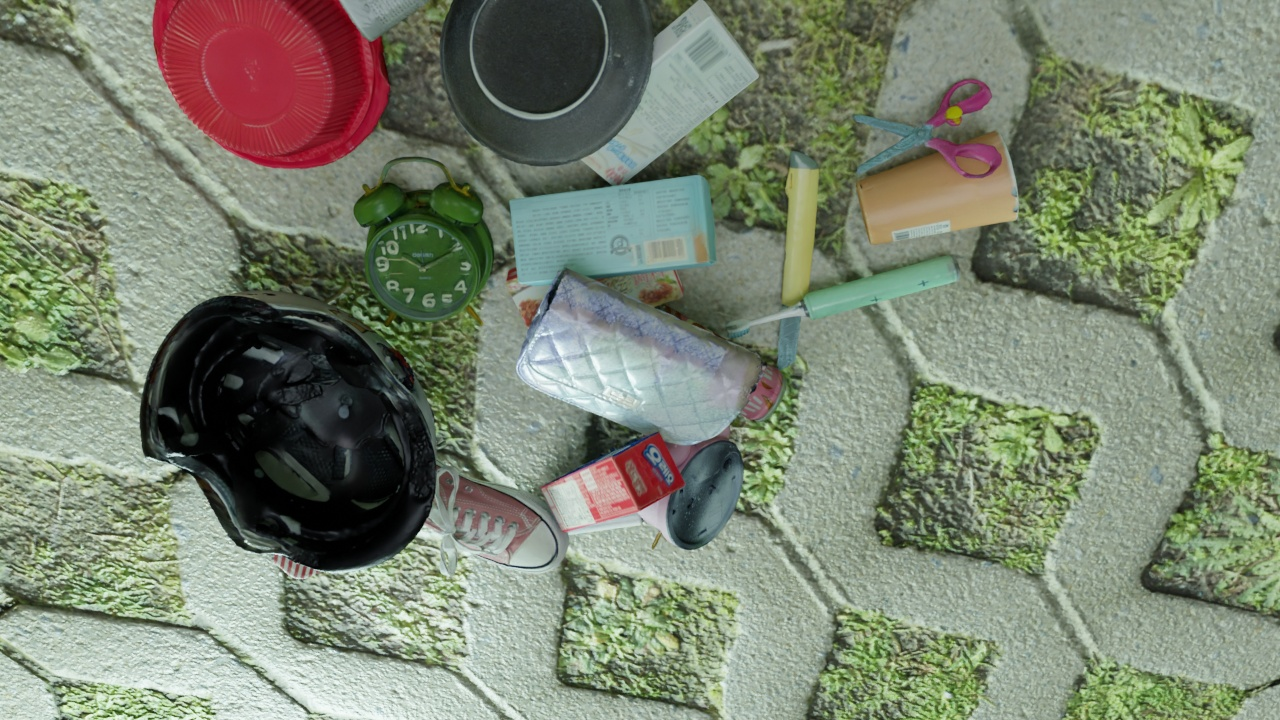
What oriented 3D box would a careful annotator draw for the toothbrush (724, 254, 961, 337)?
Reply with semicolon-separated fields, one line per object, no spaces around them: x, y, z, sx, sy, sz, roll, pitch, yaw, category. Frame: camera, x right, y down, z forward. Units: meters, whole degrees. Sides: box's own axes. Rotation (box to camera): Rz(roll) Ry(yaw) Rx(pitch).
0.187;-0.058;0.857;0.224;0.026;0.027;-15;143;2;toothbrush

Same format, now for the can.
0.067;0.003;0.887;0.147;0.057;0.058;29;116;-15;can

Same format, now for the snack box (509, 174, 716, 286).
-0.024;-0.111;0.801;0.175;0.051;0.074;-5;91;10;snack box

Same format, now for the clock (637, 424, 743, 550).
0.047;0.109;0.921;0.060;0.117;0.159;22;121;40;clock

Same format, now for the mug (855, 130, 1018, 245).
0.254;-0.143;0.795;0.123;0.078;0.078;-14;119;14;mug

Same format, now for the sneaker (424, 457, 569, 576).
-0.187;0.161;0.948;0.241;0.087;0.118;31;105;-9;sneaker

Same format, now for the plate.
-0.078;-0.244;0.718;0.179;0.024;0.179;1;95;13;plate

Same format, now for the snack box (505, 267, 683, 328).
-0.043;-0.072;0.862;0.153;0.025;0.075;-18;119;11;snack box

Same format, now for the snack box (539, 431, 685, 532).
-0.034;0.121;0.886;0.057;0.208;0.058;-26;87;-29;snack box

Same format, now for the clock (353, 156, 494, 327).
-0.194;-0.106;0.826;0.116;0.056;0.161;-1;120;0;clock

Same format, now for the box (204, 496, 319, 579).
-0.390;0.165;0.971;0.075;0.083;0.163;-30;114;9;box

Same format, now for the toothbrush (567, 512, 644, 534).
-0.029;0.171;1.005;0.221;0.026;0.026;-9;143;5;toothbrush

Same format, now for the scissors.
0.242;-0.184;0.763;0.133;0.130;0.017;-30;151;1;scissors

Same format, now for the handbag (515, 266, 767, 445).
-0.005;0.005;0.802;0.194;0.075;0.134;22;144;-11;handbag

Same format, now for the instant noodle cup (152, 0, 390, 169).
-0.307;-0.239;0.744;0.194;0.065;0.194;0;120;-1;instant noodle cup

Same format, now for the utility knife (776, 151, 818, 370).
0.145;-0.086;0.857;0.031;0.022;0.221;2;114;3;utility knife

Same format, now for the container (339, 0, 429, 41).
-0.176;-0.314;0.688;0.114;0.090;0.090;-26;118;11;container

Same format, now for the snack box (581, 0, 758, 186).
0.013;-0.215;0.757;0.157;0.026;0.084;-35;145;19;snack box

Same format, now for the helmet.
-0.302;0.052;0.853;0.274;0.156;0.230;38;105;-9;helmet
